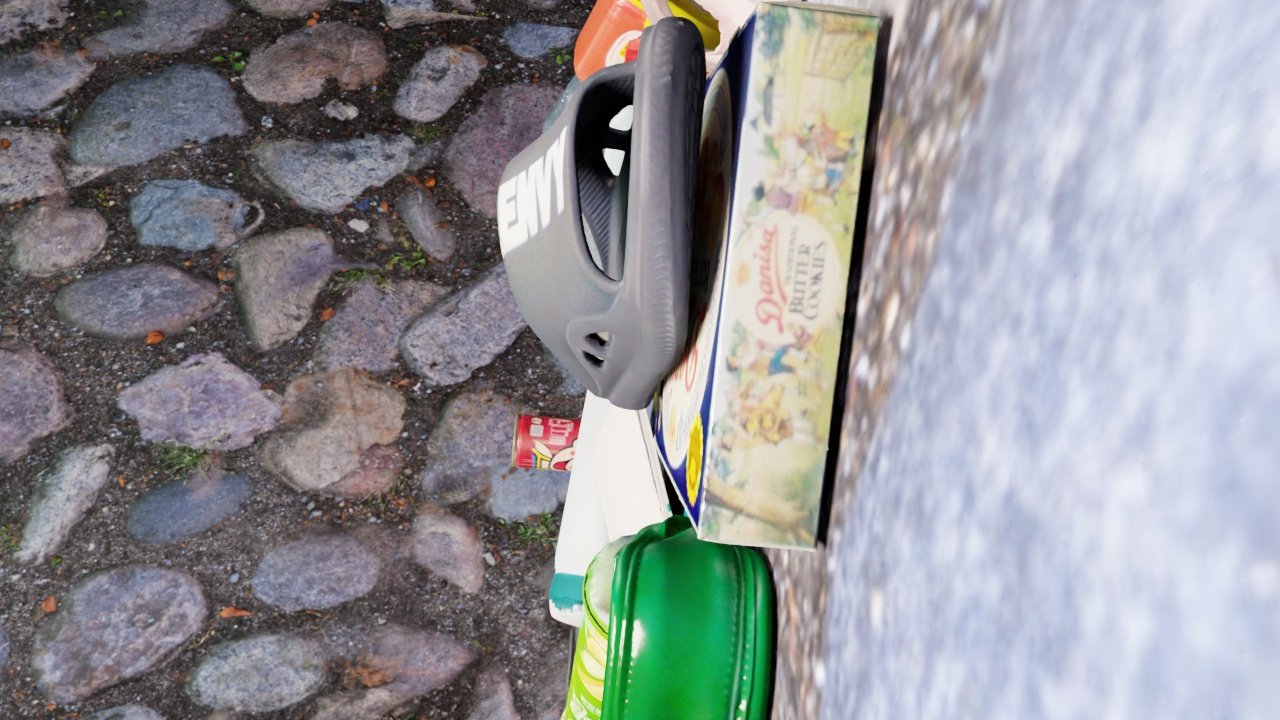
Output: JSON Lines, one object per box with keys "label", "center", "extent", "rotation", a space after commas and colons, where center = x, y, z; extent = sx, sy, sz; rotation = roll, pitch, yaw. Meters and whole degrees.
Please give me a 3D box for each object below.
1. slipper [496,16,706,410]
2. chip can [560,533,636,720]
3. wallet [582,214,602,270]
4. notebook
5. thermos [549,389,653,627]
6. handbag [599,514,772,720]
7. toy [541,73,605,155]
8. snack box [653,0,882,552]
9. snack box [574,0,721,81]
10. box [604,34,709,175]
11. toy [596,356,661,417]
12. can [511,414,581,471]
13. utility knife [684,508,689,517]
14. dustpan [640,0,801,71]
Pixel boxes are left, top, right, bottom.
{"label": "slipper", "center": [-0.022, -0.041, 0.408], "extent": [0.268, 0.083, 0.110], "rotation": [103, 170, -73]}
{"label": "chip can", "center": [-0.009, 0.193, 0.574], "extent": [0.222, 0.072, 0.072], "rotation": [100, 173, -46]}
{"label": "wallet", "center": [-0.001, -0.060, 0.538], "extent": [0.097, 0.019, 0.121], "rotation": [56, 154, -15]}
{"label": "notebook", "center": [-0.008, 0.111, 0.700], "extent": [0.209, 0.012, 0.150], "rotation": [115, 143, -67]}
{"label": "thermos", "center": [-0.035, 0.131, 0.843], "extent": [0.073, 0.073, 0.223], "rotation": [110, 171, -71]}
{"label": "handbag", "center": [0.018, 0.141, 0.416], "extent": [0.120, 0.068, 0.131], "rotation": [-65, -20, -83]}
{"label": "toy", "center": [-0.016, -0.141, 0.729], "extent": [0.091, 0.138, 0.357], "rotation": [-53, -25, -56]}
{"label": "snack box", "center": [0.042, -0.034, 0.386], "extent": [0.178, 0.046, 0.182], "rotation": [-123, 39, -83]}
{"label": "snack box", "center": [0.007, -0.209, 0.601], "extent": [0.080, 0.091, 0.081], "rotation": [-47, 28, 37]}
{"label": "box", "center": [0.006, -0.099, 0.590], "extent": [0.091, 0.094, 0.202], "rotation": [-51, -14, -28]}
{"label": "toy", "center": [-0.004, 0.004, 0.716], "extent": [0.066, 0.105, 0.157], "rotation": [-41, 4, -20]}
{"label": "can", "center": [-0.061, 0.086, 0.923], "extent": [0.053, 0.132, 0.053], "rotation": [-177, 92, -85]}
{"label": "utility knife", "center": [0.033, 0.070, 0.561], "extent": [0.029, 0.013, 0.161], "rotation": [-109, 24, -82]}
{"label": "dustpan", "center": [0.041, -0.286, 0.417], "extent": [0.274, 0.138, 0.222], "rotation": [-54, 44, 26]}
